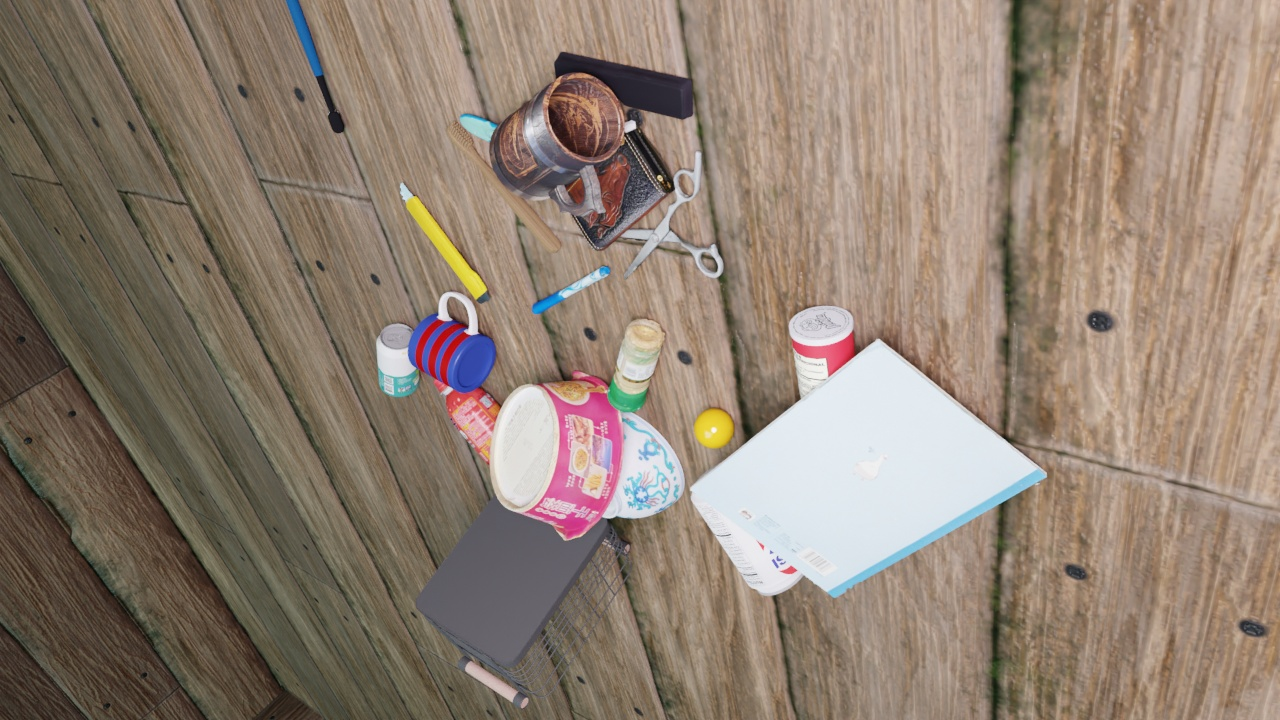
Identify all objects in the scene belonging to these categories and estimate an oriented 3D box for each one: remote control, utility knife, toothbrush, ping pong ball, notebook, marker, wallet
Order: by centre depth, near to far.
[{"bbox_3d":[-0.017,-0.227,0.757,0.136,0.015,0.032,22,137,29],"label":"remote control"},{"bbox_3d":[0.184,0.106,0.793,0.181,0.009,0.254,38,131,-8],"label":"notebook"},{"bbox_3d":[-0.023,-0.153,0.822,0.072,0.019,0.123,58,143,2],"label":"wallet"},{"bbox_3d":[-0.127,-0.214,0.876,0.135,0.017,0.022,23,137,29],"label":"toothbrush"},{"bbox_3d":[0.074,0.068,0.917,0.040,0.040,0.040,26,139,26],"label":"ping pong ball"},{"bbox_3d":[-0.138,-0.174,0.925,0.167,0.016,0.016,49,144,-2],"label":"toothbrush"},{"bbox_3d":[-0.074,-0.073,0.958,0.142,0.013,0.013,-22,107,51],"label":"marker"},{"bbox_3d":[-0.356,-0.329,0.998,0.014,0.014,0.168,-125,20,-57],"label":"toothbrush"},{"bbox_3d":[-0.224,-0.133,1.047,0.165,0.017,0.031,51,138,-7],"label":"utility knife"}]

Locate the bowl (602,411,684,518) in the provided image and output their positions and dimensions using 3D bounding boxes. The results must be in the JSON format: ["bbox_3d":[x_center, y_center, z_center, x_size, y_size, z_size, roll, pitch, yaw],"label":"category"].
[{"bbox_3d":[-0.030,0.132,1.049,0.144,0.074,0.144,26,139,26],"label":"bowl"}]

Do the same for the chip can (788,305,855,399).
[{"bbox_3d":[0.169,0.057,0.804,0.052,0.051,0.215,14,132,37],"label":"chip can"}]

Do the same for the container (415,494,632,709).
[{"bbox_3d":[-0.135,0.277,1.128,0.163,0.240,0.130,20,151,32],"label":"container"}]

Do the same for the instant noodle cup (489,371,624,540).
[{"bbox_3d":[-0.101,0.098,1.003,0.179,0.077,0.178,-20,65,49],"label":"instant noodle cup"}]

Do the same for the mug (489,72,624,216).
[{"bbox_3d":[-0.067,-0.171,0.779,0.107,0.079,0.116,-11,93,59],"label":"mug"}]

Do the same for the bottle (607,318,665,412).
[{"bbox_3d":[-0.006,0.005,0.938,0.043,0.043,0.111,35,141,16],"label":"bottle"}]

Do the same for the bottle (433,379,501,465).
[{"bbox_3d":[-0.212,0.070,1.184,0.137,0.061,0.062,51,143,-3],"label":"bottle"}]

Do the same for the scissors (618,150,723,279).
[{"bbox_3d":[0.019,-0.124,0.818,0.142,0.014,0.162,30,135,30],"label":"scissors"}]

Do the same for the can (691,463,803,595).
[{"bbox_3d":[0.113,0.172,0.948,0.070,0.070,0.132,-18,110,51],"label":"can"}]

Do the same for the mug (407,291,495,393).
[{"bbox_3d":[-0.224,-0.026,1.109,0.076,0.074,0.112,26,112,26],"label":"mug"}]

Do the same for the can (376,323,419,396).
[{"bbox_3d":[-0.326,0.001,1.237,0.055,0.054,0.102,35,141,16],"label":"can"}]
